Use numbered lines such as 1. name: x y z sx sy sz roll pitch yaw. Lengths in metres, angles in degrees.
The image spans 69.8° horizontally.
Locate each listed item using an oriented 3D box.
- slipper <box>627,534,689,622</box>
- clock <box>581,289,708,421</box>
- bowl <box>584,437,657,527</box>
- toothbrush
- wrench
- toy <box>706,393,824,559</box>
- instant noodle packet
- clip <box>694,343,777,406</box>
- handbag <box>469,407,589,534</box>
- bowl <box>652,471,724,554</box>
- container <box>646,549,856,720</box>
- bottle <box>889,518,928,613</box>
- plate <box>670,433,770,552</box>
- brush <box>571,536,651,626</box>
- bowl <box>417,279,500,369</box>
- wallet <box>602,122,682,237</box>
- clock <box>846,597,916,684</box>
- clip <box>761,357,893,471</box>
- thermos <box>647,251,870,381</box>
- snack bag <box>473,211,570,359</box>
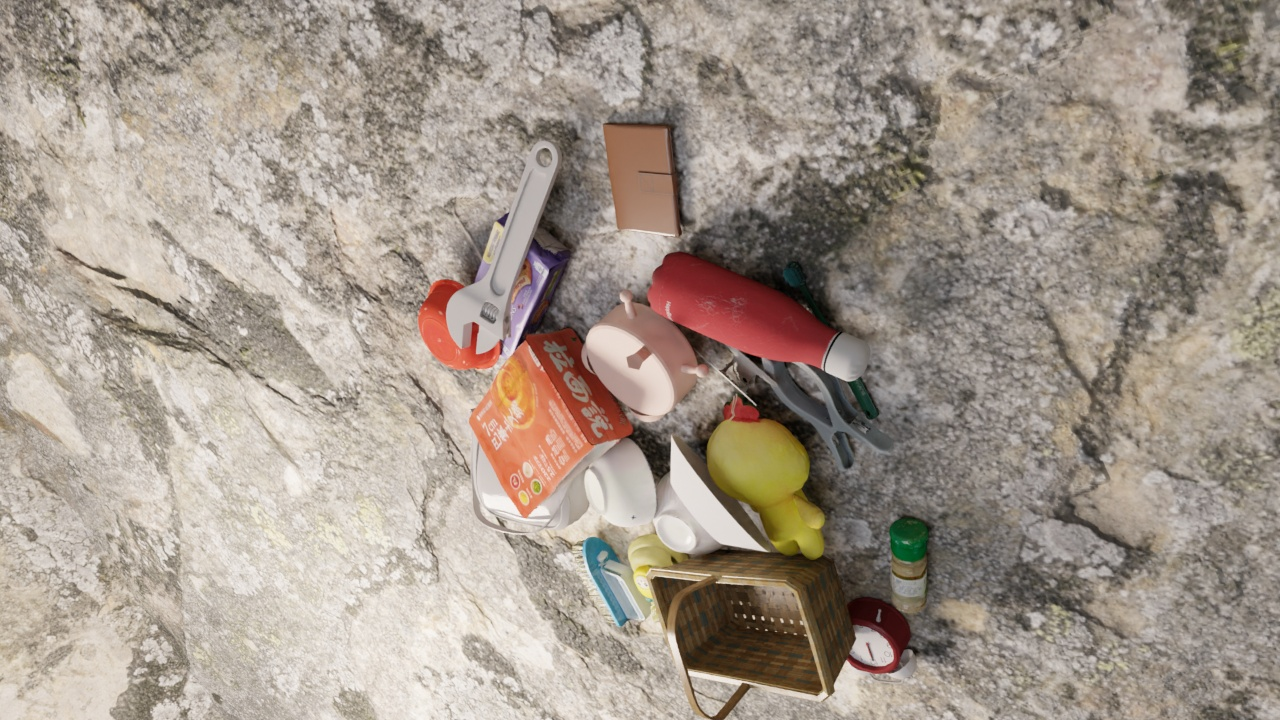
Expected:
1. slipper: 0.040 0.326 1.244 0.092 0.081 0.190 -23 106 44
2. clock: -0.006 0.006 1.055 0.131 0.086 0.161 45 155 2
3. bowl: -0.031 0.159 1.164 0.113 0.063 0.113 42 138 53
4. toothbrush: 0.198 -0.018 0.956 0.016 0.017 0.190 -22 104 41
5. wrench: -0.156 -0.128 1.049 0.087 0.018 0.274 32 116 18
6. toy: 0.143 0.140 1.046 0.134 0.092 0.207 -10 120 54
7. instant noodle packet: -0.135 0.087 1.164 0.222 0.083 0.164 -44 71 36
8. clip: 0.110 0.012 1.020 0.102 0.053 0.058 45 122 30
9. handbag: -0.168 0.115 1.255 0.216 0.095 0.223 6 109 30
10. bowl: 0.059 0.202 1.161 0.118 0.062 0.118 18 127 25
11. container: 0.109 0.320 1.086 0.251 0.185 0.157 -9 101 48
12. bottle: 0.301 0.231 1.026 0.043 0.042 0.111 9 123 30
13. plate: 0.079 0.163 1.056 0.036 0.174 0.174 -41 92 4
14. brush: -0.041 0.308 1.303 0.076 0.055 0.136 -15 108 45
15. bowl: -0.239 -0.036 1.164 0.130 0.045 0.131 26 135 29
16. wallet: 0.002 -0.193 0.983 0.087 0.013 0.121 13 124 34
17. clock: 0.282 0.341 1.108 0.087 0.044 0.124 -9 111 38
18. clip: 0.201 0.040 0.969 0.163 0.027 0.107 52 146 -3
19. thermos: 0.122 -0.041 0.945 0.240 0.073 0.073 26 130 25
20. snack bag: -0.152 -0.087 1.129 0.096 0.058 0.206 43 137 10
